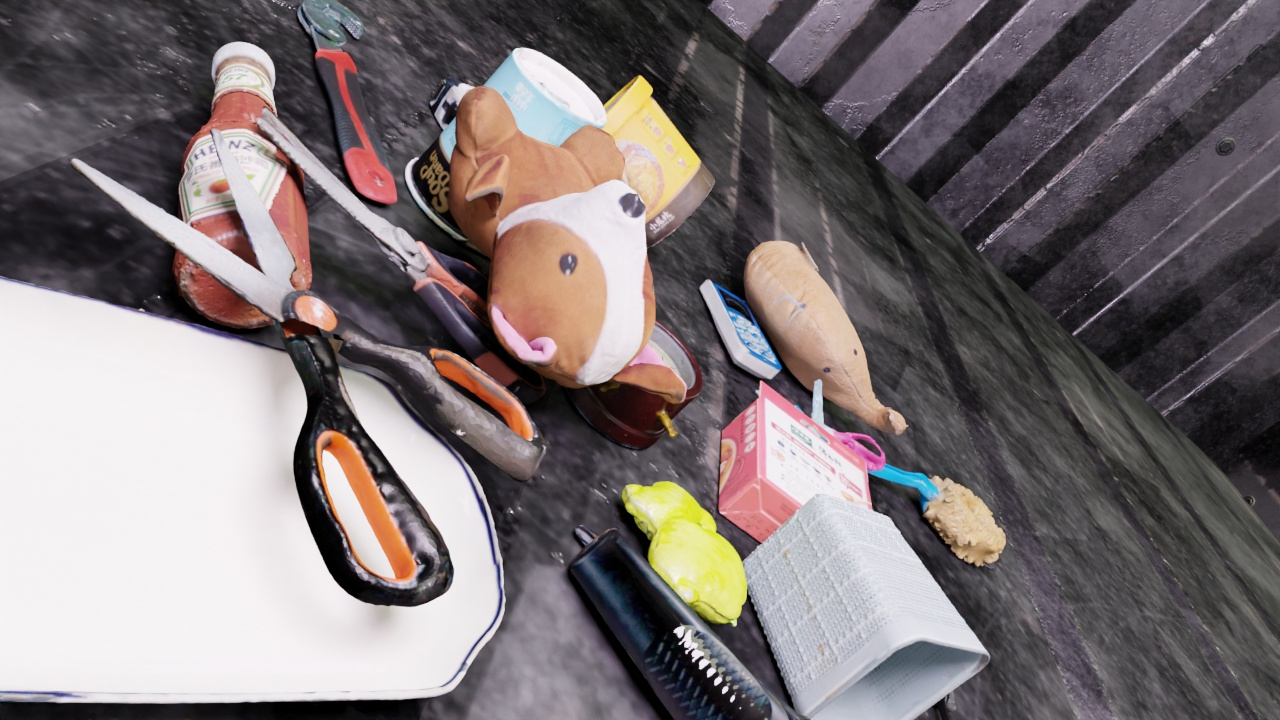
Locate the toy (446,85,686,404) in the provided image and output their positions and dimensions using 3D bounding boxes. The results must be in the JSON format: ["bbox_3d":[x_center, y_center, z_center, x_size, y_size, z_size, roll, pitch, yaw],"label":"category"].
[{"bbox_3d":[-0.043,-0.067,0.536,0.140,0.131,0.199,10,50,-36],"label":"toy"}]

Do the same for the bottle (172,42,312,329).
[{"bbox_3d":[-0.206,-0.103,0.477,0.059,0.060,0.205,22,33,-39],"label":"bottle"}]

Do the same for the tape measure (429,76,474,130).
[{"bbox_3d":[-0.136,-0.198,0.761,0.065,0.034,0.066,13,36,-44],"label":"tape measure"}]

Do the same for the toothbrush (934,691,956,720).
[{"bbox_3d":[0.204,0.266,0.564,0.017,0.014,0.188,47,22,-23],"label":"toothbrush"}]

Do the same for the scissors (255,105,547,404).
[{"bbox_3d":[-0.124,-0.058,0.511,0.205,0.015,0.198,56,11,0],"label":"scissors"}]

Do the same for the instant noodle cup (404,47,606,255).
[{"bbox_3d":[-0.087,-0.149,0.651,0.111,0.121,0.111,34,27,-20],"label":"instant noodle cup"}]

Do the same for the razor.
[{"bbox_3d":[0.025,0.151,0.445,0.167,0.062,0.067,47,-6,21],"label":"razor"}]

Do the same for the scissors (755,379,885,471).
[{"bbox_3d":[0.153,0.062,0.770,0.134,0.017,0.133,26,40,-10],"label":"scissors"}]

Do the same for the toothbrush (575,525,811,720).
[{"bbox_3d":[0.032,0.151,0.489,0.181,0.018,0.015,42,19,2],"label":"toothbrush"}]

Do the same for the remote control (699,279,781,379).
[{"bbox_3d":[0.089,-0.029,0.839,0.049,0.024,0.124,29,25,-29],"label":"remote control"}]

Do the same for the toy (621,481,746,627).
[{"bbox_3d":[0.028,0.106,0.520,0.100,0.031,0.096,47,20,25],"label":"toy"}]

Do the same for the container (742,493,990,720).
[{"bbox_3d":[0.126,0.148,0.545,0.090,0.090,0.111,23,30,-38],"label":"container"}]

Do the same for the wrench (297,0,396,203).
[{"bbox_3d":[-0.214,-0.200,0.668,0.056,0.016,0.273,20,33,-40],"label":"wrench"}]

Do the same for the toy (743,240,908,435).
[{"bbox_3d":[0.168,-0.020,0.871,0.143,0.083,0.225,36,22,-52],"label":"toy"}]

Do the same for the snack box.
[{"bbox_3d":[0.114,0.090,0.666,0.113,0.044,0.126,37,27,-12],"label":"snack box"}]

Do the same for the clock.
[{"bbox_3d":[-0.004,0.004,0.614,0.082,0.055,0.121,34,29,-18],"label":"clock"}]

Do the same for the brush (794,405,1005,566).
[{"bbox_3d":[0.233,0.109,0.830,0.254,0.046,0.083,30,32,-18],"label":"brush"}]

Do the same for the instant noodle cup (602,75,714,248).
[{"bbox_3d":[-0.004,-0.173,0.828,0.114,0.119,0.118,44,24,-17],"label":"instant noodle cup"}]

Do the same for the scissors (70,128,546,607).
[{"bbox_3d":[-0.121,0.001,0.375,0.220,0.022,0.227,28,34,-42],"label":"scissors"}]

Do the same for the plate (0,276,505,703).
[{"bbox_3d":[-0.167,0.052,0.323,0.265,0.034,0.162,18,35,-43],"label":"plate"}]
